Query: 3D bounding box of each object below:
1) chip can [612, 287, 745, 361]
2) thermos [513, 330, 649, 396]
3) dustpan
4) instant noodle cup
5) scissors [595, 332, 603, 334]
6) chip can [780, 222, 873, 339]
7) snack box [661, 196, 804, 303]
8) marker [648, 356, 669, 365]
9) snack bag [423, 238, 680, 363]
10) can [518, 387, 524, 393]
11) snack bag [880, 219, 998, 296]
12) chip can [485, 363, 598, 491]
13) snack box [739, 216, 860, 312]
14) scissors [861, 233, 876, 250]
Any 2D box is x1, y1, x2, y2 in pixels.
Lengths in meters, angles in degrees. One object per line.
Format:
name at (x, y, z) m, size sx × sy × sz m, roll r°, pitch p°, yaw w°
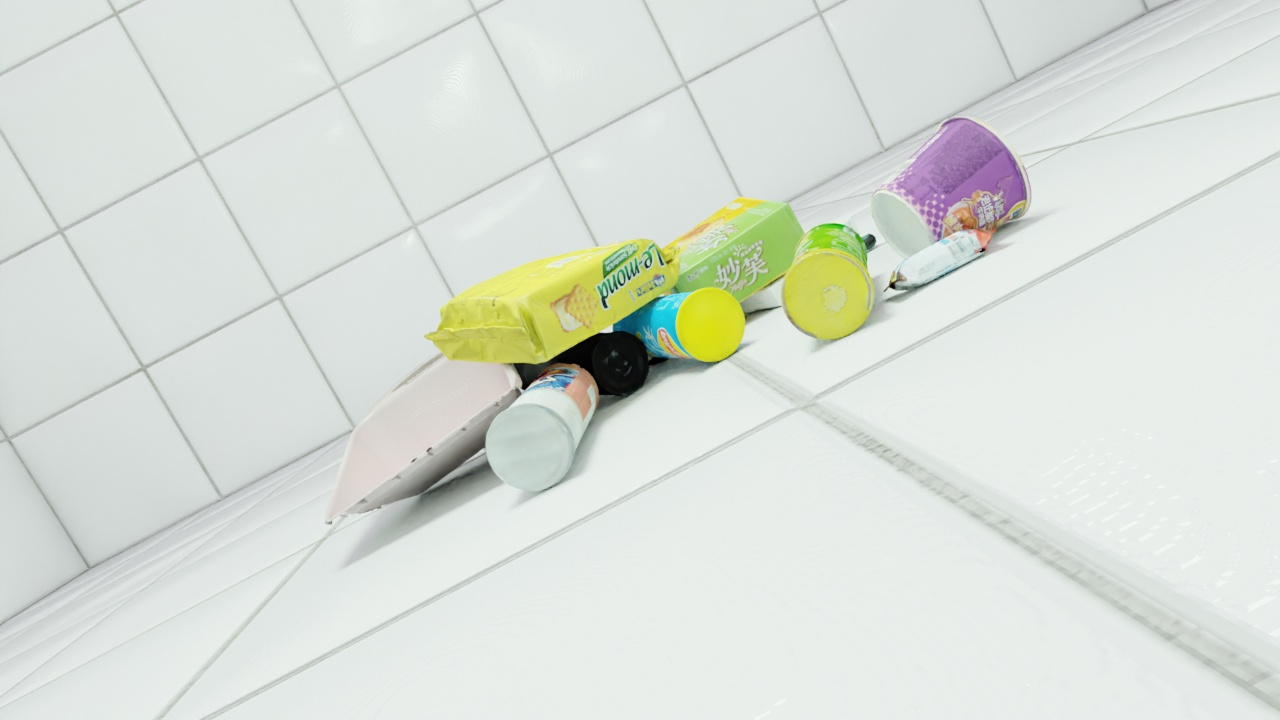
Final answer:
chip can at (0.034, -0.036, 0.975) m, size 0.071 × 0.071 × 0.210 m, roll -30°, pitch 10°, yaw -16°
thermos at (-0.088, 0.003, 1.054) m, size 0.243 × 0.090 × 0.068 m, roll -4°, pitch 59°, yaw 59°
dustpan at (-0.234, 0.048, 0.966) m, size 0.222 × 0.139 × 0.273 m, roll -35°, pitch -7°, yaw -3°
instant noodle cup at (0.266, -0.142, 0.808) m, size 0.099 × 0.111 × 0.111 m, roll -38°, pitch 9°, yaw -8°
scissors at (-0.105, -0.033, 1.134) m, size 0.173 × 0.012 × 0.162 m, roll 4°, pitch 0°, yaw 36°
chip can at (0.166, -0.076, 0.809) m, size 0.073 × 0.072 × 0.220 m, roll -25°, pitch 8°, yaw 18°
snack box at (0.099, -0.125, 1.106) m, size 0.157 × 0.070 × 0.210 m, roll -34°, pitch 14°, yaw -1°
marker at (-0.007, 0.006, 1.106) m, size 0.018 × 0.015 × 0.124 m, roll -34°, pitch 13°, yaw -37°
snack bag at (-0.084, -0.069, 0.956) m, size 0.158 × 0.068 × 0.245 m, roll 2°, pitch 25°, yaw 44°
can at (-0.101, 0.017, 1.215) m, size 0.135 × 0.053 × 0.053 m, roll -25°, pitch 8°, yaw 19°
snack bag at (0.244, -0.083, 0.753) m, size 0.104 × 0.026 × 0.048 m, roll -27°, pitch -5°, yaw 3°
chip can at (-0.081, 0.052, 0.825) m, size 0.071 × 0.071 × 0.214 m, roll -27°, pitch 6°, yaw 7°
snack box at (0.181, -0.112, 1.084) m, size 0.156 × 0.027 × 0.085 m, roll -40°, pitch 15°, yaw -27°
scissors at (0.224, -0.123, 1.138) m, size 0.169 × 0.019 × 0.181 m, roll -32°, pitch 10°, yaw -32°
